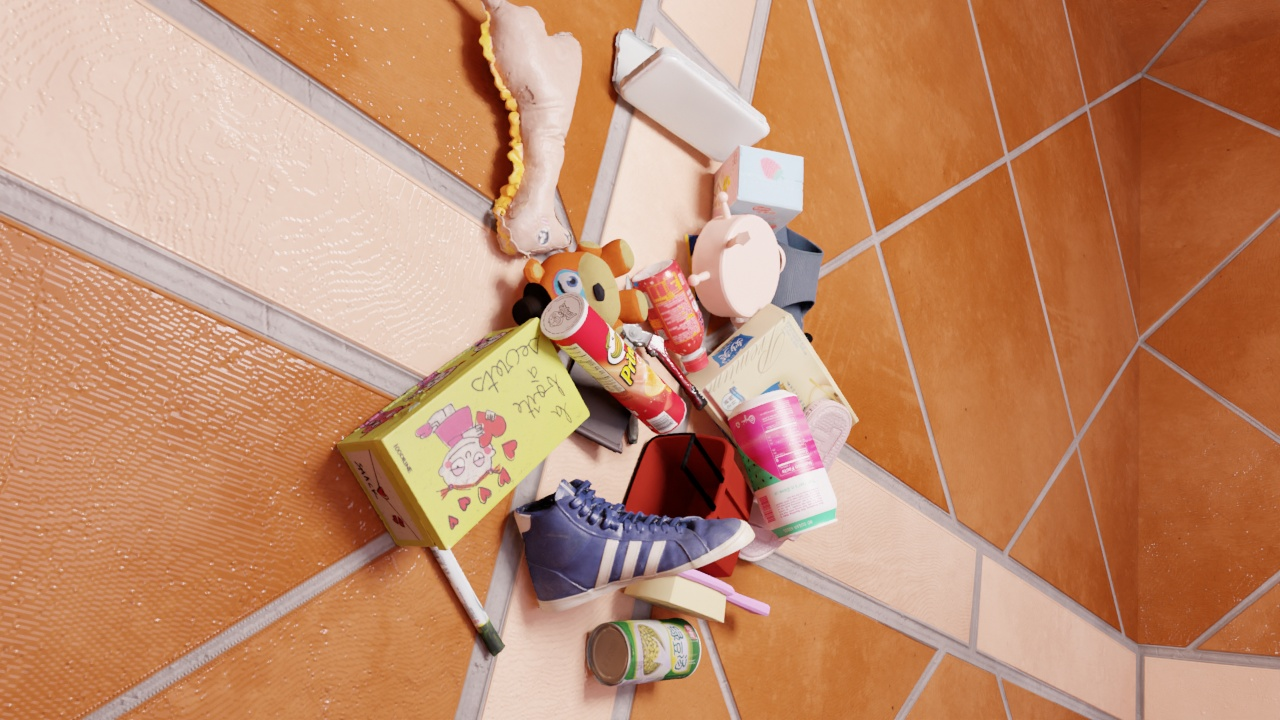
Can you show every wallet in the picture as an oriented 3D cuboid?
[{"bbox_3d":[-0.043,0.035,1.026,0.091,0.018,0.115,29,64,-21],"label":"wallet"}]

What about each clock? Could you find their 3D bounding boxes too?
[{"bbox_3d":[0.133,-0.119,1.172,0.160,0.086,0.131,39,66,-52],"label":"clock"}]

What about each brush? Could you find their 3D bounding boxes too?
[{"bbox_3d":[0.077,0.282,1.080,0.228,0.089,0.043,32,66,-40],"label":"brush"}]

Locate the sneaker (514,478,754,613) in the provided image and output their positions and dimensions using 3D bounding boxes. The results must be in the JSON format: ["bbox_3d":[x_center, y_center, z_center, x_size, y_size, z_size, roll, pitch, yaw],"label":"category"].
[{"bbox_3d":[-0.016,0.159,0.924,0.091,0.233,0.118,-37,105,-77],"label":"sneaker"}]

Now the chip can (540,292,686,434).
[{"bbox_3d":[-0.022,0.009,0.961,0.214,0.052,0.051,45,53,-46],"label":"chip can"}]

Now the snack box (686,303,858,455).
[{"bbox_3d":[0.173,0.053,1.191,0.153,0.055,0.207,-41,119,-5],"label":"snack box"}]

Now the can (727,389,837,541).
[{"bbox_3d":[0.170,0.124,1.093,0.088,0.088,0.165,-5,71,-48],"label":"can"}]

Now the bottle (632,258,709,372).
[{"bbox_3d":[0.044,-0.050,1.116,0.061,0.062,0.137,-43,116,-42],"label":"bottle"}]

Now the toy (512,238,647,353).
[{"bbox_3d":[-0.066,-0.068,0.986,0.175,0.096,0.112,-22,100,-35],"label":"toy"}]

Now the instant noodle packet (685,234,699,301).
[{"bbox_3d":[0.105,-0.128,1.221,0.134,0.026,0.087,-14,99,-48],"label":"instant noodle packet"}]

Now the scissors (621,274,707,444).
[{"bbox_3d":[0.004,0.008,1.081,0.196,0.015,0.179,28,79,-20],"label":"scissors"}]

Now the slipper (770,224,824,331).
[{"bbox_3d":[0.208,-0.161,1.298,0.101,0.083,0.263,-10,91,-45],"label":"slipper"}]

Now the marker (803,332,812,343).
[{"bbox_3d":[0.211,0.006,1.320,0.145,0.019,0.019,-47,117,-41],"label":"marker"}]

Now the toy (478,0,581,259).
[{"bbox_3d":[-0.133,-0.245,0.965,0.196,0.065,0.264,21,76,-35],"label":"toy"}]

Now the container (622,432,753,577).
[{"bbox_3d":[0.043,0.150,1.036,0.201,0.127,0.147,51,50,-42],"label":"container"}]

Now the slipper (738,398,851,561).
[{"bbox_3d":[0.203,0.163,1.177,0.094,0.064,0.239,29,95,-31],"label":"slipper"}]

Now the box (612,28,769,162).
[{"bbox_3d":[0.069,-0.340,1.157,0.211,0.106,0.130,17,68,-45],"label":"box"}]

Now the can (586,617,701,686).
[{"bbox_3d":[0.005,0.320,1.012,0.120,0.067,0.067,14,74,-45],"label":"can"}]

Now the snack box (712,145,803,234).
[{"bbox_3d":[0.154,-0.225,1.215,0.093,0.095,0.079,7,76,-14],"label":"snack box"}]

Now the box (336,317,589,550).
[{"bbox_3d":[-0.158,0.064,0.866,0.220,0.083,0.124,-39,112,-42],"label":"box"}]

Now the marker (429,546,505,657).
[{"bbox_3d":[-0.168,0.221,0.877,0.017,0.017,0.146,-41,114,-43],"label":"marker"}]
